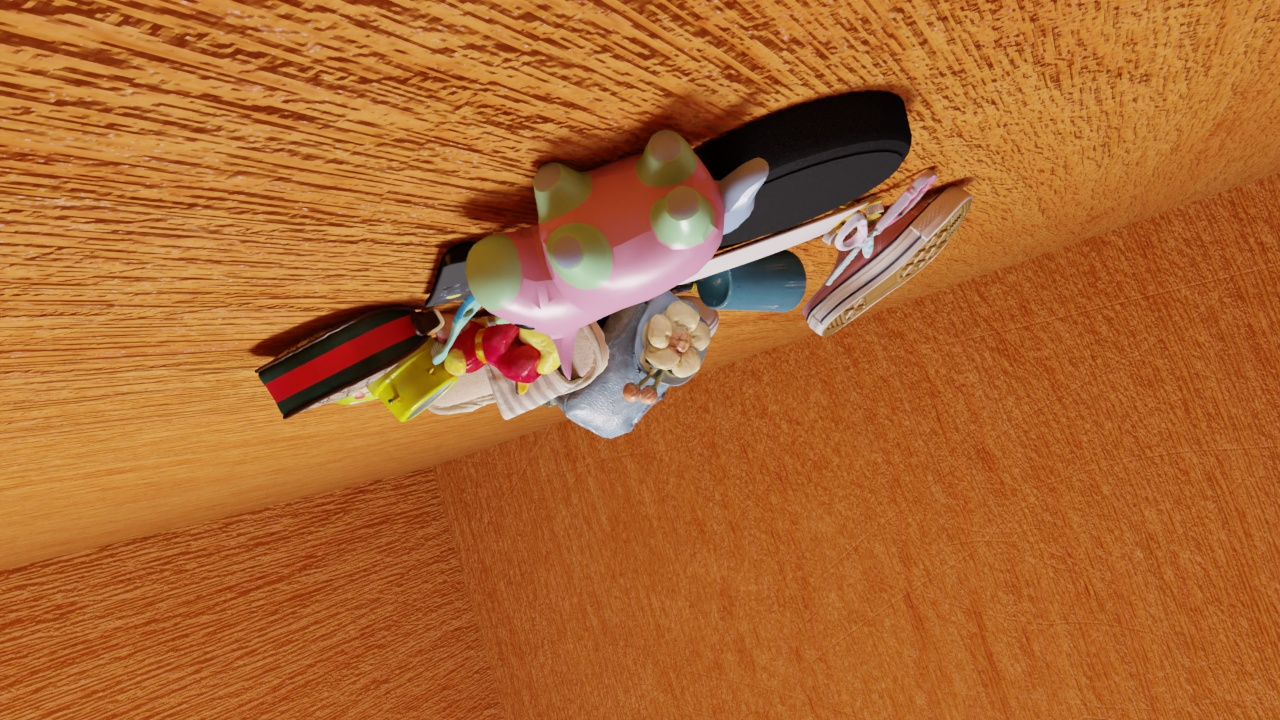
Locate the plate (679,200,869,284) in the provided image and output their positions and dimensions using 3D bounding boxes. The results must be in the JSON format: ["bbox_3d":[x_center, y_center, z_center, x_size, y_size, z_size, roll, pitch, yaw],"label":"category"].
[{"bbox_3d":[0.110,-0.109,0.911,0.242,0.016,0.242,-20,-175,2],"label":"plate"}]

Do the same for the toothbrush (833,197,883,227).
[{"bbox_3d":[0.207,-0.151,1.031,0.136,0.016,0.021,-20,179,19],"label":"toothbrush"}]

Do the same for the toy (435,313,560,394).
[{"bbox_3d":[-0.130,-0.016,0.896,0.137,0.105,0.067,-10,-170,18],"label":"toy"}]

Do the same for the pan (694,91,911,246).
[{"bbox_3d":[0.081,-0.123,0.775,0.203,0.044,0.357,-15,173,-25],"label":"pan"}]

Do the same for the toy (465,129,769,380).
[{"bbox_3d":[-0.017,-0.077,0.631,0.222,0.120,0.171,-17,165,6],"label":"toy"}]

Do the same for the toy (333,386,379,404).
[{"bbox_3d":[-0.289,0.016,1.000,0.092,0.043,0.118,-18,173,-39],"label":"toy"}]

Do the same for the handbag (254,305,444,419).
[{"bbox_3d":[-0.261,-0.008,0.842,0.167,0.063,0.138,-24,-170,19],"label":"handbag"}]

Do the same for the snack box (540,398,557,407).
[{"bbox_3d":[-0.122,0.015,1.178,0.145,0.043,0.144,6,-162,36],"label":"snack box"}]

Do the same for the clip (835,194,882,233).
[{"bbox_3d":[0.227,-0.162,0.987,0.054,0.048,0.045,-20,-141,33],"label":"clip"}]

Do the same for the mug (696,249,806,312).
[{"bbox_3d":[0.130,-0.094,1.096,0.121,0.078,0.078,-6,169,-40],"label":"mug"}]

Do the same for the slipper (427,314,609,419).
[{"bbox_3d":[-0.153,0.005,0.977,0.273,0.114,0.053,-13,-169,35],"label":"slipper"}]

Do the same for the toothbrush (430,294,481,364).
[{"bbox_3d":[-0.163,-0.040,0.846,0.022,0.017,0.136,-4,147,-45],"label":"toothbrush"}]

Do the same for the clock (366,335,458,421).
[{"bbox_3d":[-0.230,0.019,0.938,0.083,0.057,0.119,-41,-179,-6],"label":"clock"}]

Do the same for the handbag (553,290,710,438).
[{"bbox_3d":[-0.006,0.006,1.045,0.192,0.118,0.121,-48,128,5],"label":"handbag"}]

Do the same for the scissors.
[{"bbox_3d":[0.239,-0.134,0.971,0.168,0.014,0.171,-20,157,-47],"label":"scissors"}]

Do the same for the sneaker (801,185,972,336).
[{"bbox_3d":[0.285,-0.134,1.107,0.241,0.088,0.118,-40,158,8],"label":"sneaker"}]

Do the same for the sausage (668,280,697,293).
[{"bbox_3d":[0.068,-0.096,1.131,0.155,0.020,0.020,-13,173,-40],"label":"sausage"}]

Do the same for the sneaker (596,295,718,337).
[{"bbox_3d":[0.004,-0.055,1.150,0.235,0.087,0.079,-14,145,-33],"label":"sneaker"}]

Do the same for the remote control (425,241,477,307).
[{"bbox_3d":[-0.149,-0.066,0.743,0.041,0.020,0.152,-16,175,-20],"label":"remote control"}]
